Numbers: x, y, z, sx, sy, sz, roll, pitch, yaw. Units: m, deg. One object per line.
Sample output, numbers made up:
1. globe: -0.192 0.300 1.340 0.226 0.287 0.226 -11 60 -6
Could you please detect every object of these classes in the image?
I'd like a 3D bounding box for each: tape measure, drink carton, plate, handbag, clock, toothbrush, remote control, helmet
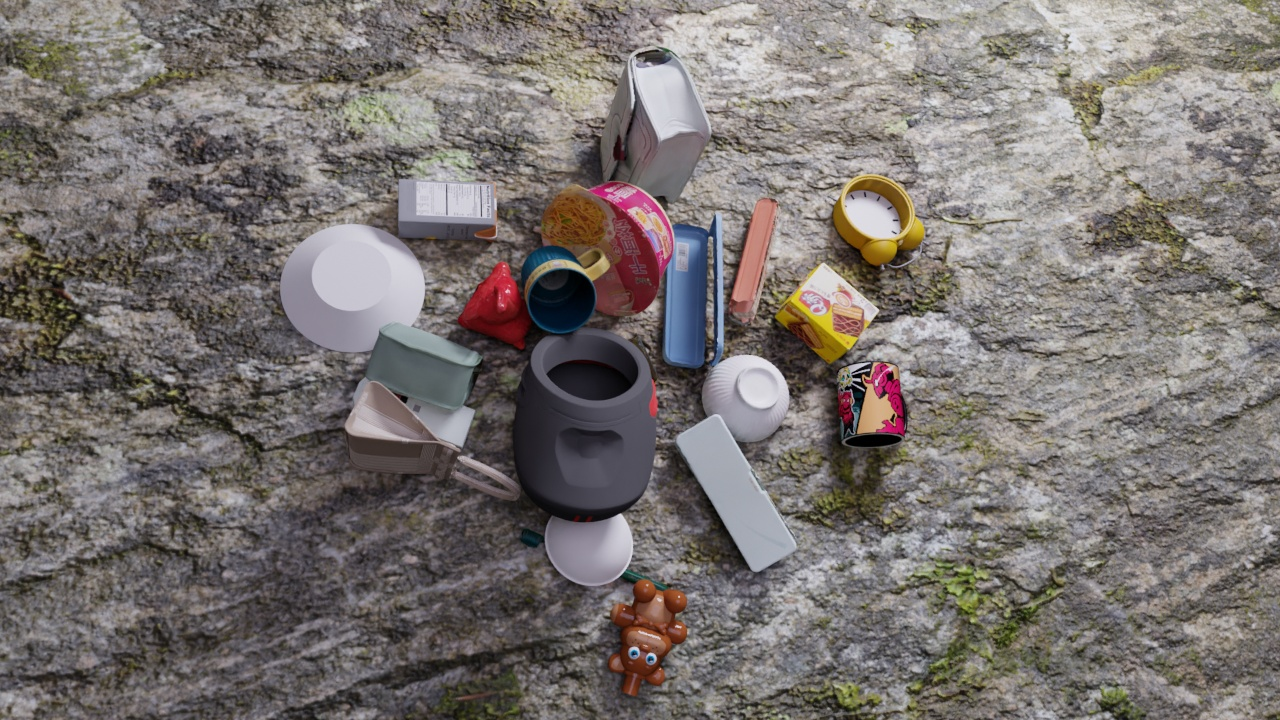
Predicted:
1. tape measure: -0.007 0.007 1.174 0.037 0.064 0.065 -24 88 -13
2. drink carton: -0.250 -0.194 1.190 0.124 0.049 0.076 0 72 -14
3. plate: -0.356 -0.098 1.138 0.174 0.036 0.173 4 71 -12
4. handbag: -0.226 0.112 1.027 0.198 0.176 0.062 25 67 -7
5. clock: 0.348 -0.202 1.340 0.113 0.052 0.152 -28 76 -21
6. toothbrush: -0.057 0.245 1.105 0.190 0.016 0.017 23 50 -5
7. handbag: -0.255 0.006 1.095 0.122 0.106 0.067 20 102 -6
8. remote control: -0.276 0.059 1.111 0.143 0.024 0.049 20 68 -7
9. handbag: 0.006 -0.299 1.208 0.096 0.199 0.142 -18 76 -17
10. helmet: -0.066 0.090 1.065 0.164 0.170 0.264 4 29 -7

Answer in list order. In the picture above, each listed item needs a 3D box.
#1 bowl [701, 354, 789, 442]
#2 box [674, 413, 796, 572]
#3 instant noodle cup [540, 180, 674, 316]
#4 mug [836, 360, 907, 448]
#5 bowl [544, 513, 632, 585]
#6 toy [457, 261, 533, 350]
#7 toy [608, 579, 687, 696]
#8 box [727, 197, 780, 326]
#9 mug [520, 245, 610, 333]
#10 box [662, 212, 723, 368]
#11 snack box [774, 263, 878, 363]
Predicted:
1. bowl: 0.145 0.043 1.200 0.118 0.062 0.118 4 71 -13
2. box: 0.118 0.166 1.153 0.083 0.066 0.199 -31 86 -19
3. instant noodle cup: -0.033 -0.152 1.174 0.178 0.179 0.077 41 51 2
4. mug: 0.320 0.063 1.234 0.118 0.082 0.098 16 66 -38
5. bowl: -0.056 0.208 1.092 0.110 0.041 0.109 10 57 -15
6. toy: -0.162 -0.065 1.130 0.094 0.133 0.088 34 77 -11
7. toy: 0.005 0.325 1.071 0.095 0.065 0.127 18 73 -1
8. box: 0.156 -0.136 1.284 0.058 0.062 0.188 12 70 18
9. mug: -0.090 -0.098 1.125 0.113 0.107 0.083 -34 114 3
10. box: 0.070 -0.095 1.227 0.074 0.078 0.208 4 70 -9
11. snack box: 0.256 -0.065 1.263 0.106 0.061 0.083 41 67 2
